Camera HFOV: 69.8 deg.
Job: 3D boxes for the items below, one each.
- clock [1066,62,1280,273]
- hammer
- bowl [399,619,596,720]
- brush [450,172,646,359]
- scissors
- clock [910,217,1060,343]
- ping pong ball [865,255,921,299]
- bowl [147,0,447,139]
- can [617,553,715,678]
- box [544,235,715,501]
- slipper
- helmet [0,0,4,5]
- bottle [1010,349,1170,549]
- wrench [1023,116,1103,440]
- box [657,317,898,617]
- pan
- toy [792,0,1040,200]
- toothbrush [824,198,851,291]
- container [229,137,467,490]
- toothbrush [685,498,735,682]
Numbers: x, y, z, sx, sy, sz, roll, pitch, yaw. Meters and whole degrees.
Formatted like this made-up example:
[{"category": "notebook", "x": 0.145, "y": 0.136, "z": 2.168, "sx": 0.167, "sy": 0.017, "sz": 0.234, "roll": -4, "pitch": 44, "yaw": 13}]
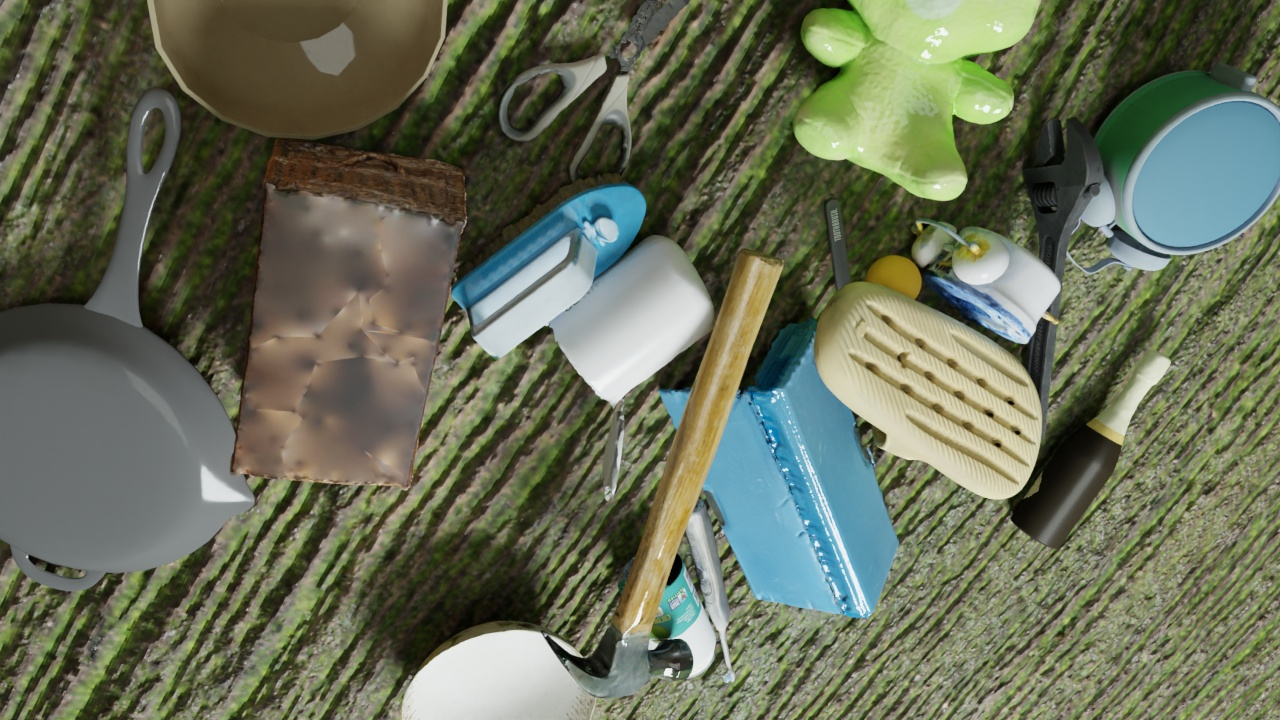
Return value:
[{"category": "clock", "x": 0.385, "y": -0.132, "z": 0.681, "sx": 0.122, "sy": 0.075, "sz": 0.162, "roll": 36, "pitch": 112, "yaw": -25}, {"category": "hammer", "x": 0.026, "y": 0.085, "z": 0.619, "sx": 0.132, "sy": 0.033, "sz": 0.331, "roll": 6, "pitch": 109, "yaw": -38}, {"category": "bowl", "x": -0.112, "y": 0.251, "z": 0.715, "sx": 0.145, "sy": 0.063, "sz": 0.145, "roll": -5, "pitch": 112, "yaw": -12}, {"category": "brush", "x": -0.053, "y": -0.064, "z": 0.587, "sx": 0.136, "sy": 0.075, "sz": 0.055, "roll": -37, "pitch": 125, "yaw": 7}, {"category": "scissors", "x": -0.014, "y": -0.180, "z": 0.590, "sx": 0.165, "sy": 0.012, "sz": 0.150, "roll": -19, "pitch": 116, "yaw": -6}, {"category": "clock", "x": 0.244, "y": -0.063, "z": 0.661, "sx": 0.125, "sy": 0.089, "sz": 0.052, "roll": 34, "pitch": 95, "yaw": -26}, {"category": "ping pong ball", "x": 0.186, "y": -0.057, "z": 0.675, "sx": 0.040, "sy": 0.040, "sz": 0.040, "roll": -5, "pitch": 113, "yaw": -12}, {"category": "bowl", "x": -0.186, "y": -0.198, "z": 0.499, "sx": 0.152, "sy": 0.050, "sz": 0.153, "roll": -20, "pitch": 146, "yaw": -15}, {"category": "can", "x": 0.023, "y": 0.202, "z": 0.734, "sx": 0.055, "sy": 0.055, "sz": 0.102, "roll": -24, "pitch": 116, "yaw": -4}, {"category": "box", "x": -0.004, "y": 0.007, "z": 0.625, "sx": 0.147, "sy": 0.084, "sz": 0.136, "roll": -35, "pitch": 106, "yaw": 3}, {"category": "slipper", "x": 0.208, "y": 0.020, "z": 0.691, "sx": 0.261, "sy": 0.079, "sz": 0.111, "roll": 28, "pitch": 80, "yaw": -33}, {"category": "helmet", "x": -0.256, "y": -0.272, "z": 0.411, "sx": 0.256, "sy": 0.205, "sz": 0.131, "roll": -47, "pitch": 141, "yaw": 13}, {"category": "bottle", "x": 0.384, "y": 0.072, "z": 0.775, "sx": 0.045, "sy": 0.045, "sz": 0.185, "roll": 24, "pitch": 104, "yaw": -22}, {"category": "wrench", "x": 0.312, "y": -0.051, "z": 0.702, "sx": 0.018, "sy": 0.073, "sz": 0.273, "roll": -13, "pitch": 121, "yaw": -9}, {"category": "box", "x": 0.113, "y": 0.088, "z": 0.724, "sx": 0.112, "sy": 0.094, "sz": 0.232, "roll": -3, "pitch": 125, "yaw": 37}, {"category": "pan", "x": -0.330, "y": 0.006, "z": 0.556, "sx": 0.216, "sy": 0.024, "sz": 0.355, "roll": 21, "pitch": 111, "yaw": -11}, {"category": "toy", "x": 0.175, "y": -0.211, "z": 0.582, "sx": 0.150, "sy": 0.107, "sz": 0.197, "roll": 21, "pitch": 97, "yaw": 3}, {"category": "toothbrush", "x": 0.155, "y": -0.041, "z": 0.691, "sx": 0.013, "sy": 0.013, "sz": 0.167, "roll": -17, "pitch": 112, "yaw": -7}, {"category": "container", "x": -0.177, "y": -0.027, "z": 0.558, "sx": 0.113, "sy": 0.112, "sz": 0.199, "roll": 8, "pitch": 111, "yaw": -17}, {"category": "toothbrush", "x": 0.061, "y": 0.195, "z": 0.759, "sx": 0.024, "sy": 0.022, "sz": 0.186, "roll": -31, "pitch": 120, "yaw": -33}]
